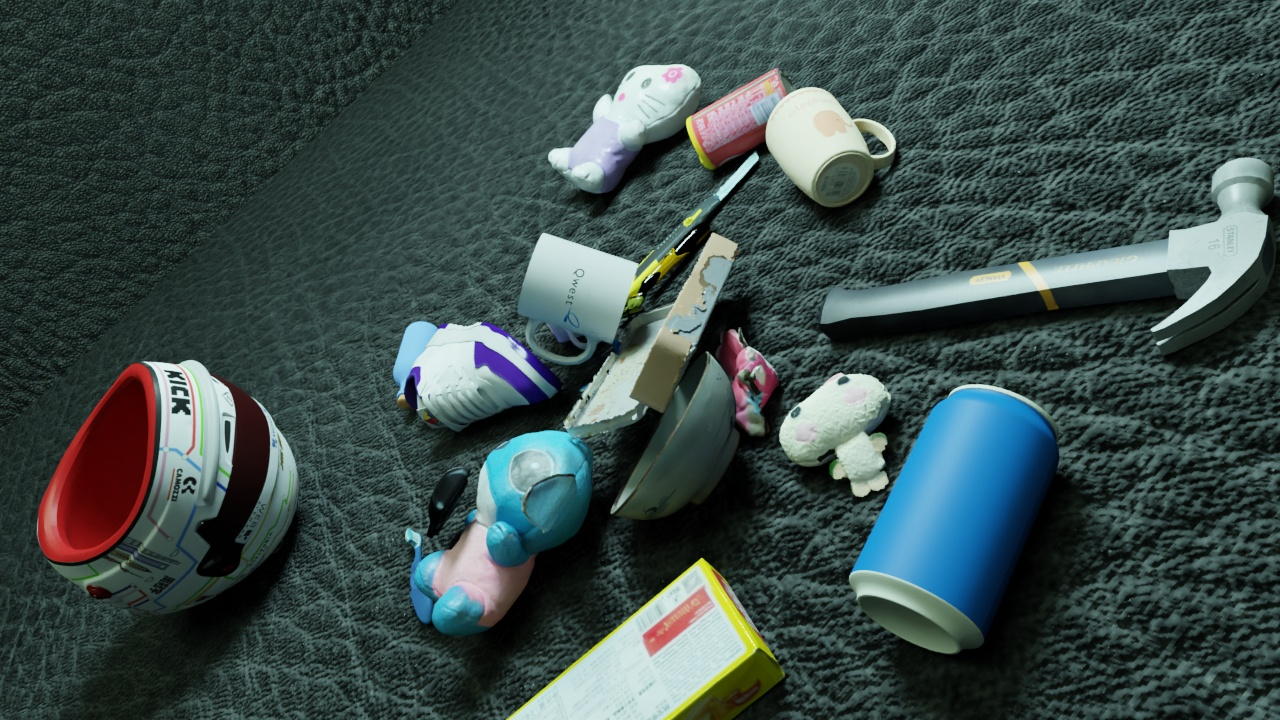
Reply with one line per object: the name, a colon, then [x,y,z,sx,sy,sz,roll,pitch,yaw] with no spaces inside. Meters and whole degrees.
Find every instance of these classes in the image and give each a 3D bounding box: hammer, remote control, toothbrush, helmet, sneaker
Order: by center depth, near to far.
hammer: [0.274,-0.057,0.670,0.313,0.035,0.139,-7,48,42]
remote control: [-0.176,0.127,0.821,0.045,0.021,0.141,-57,1,-25]
toothbrush: [-0.212,0.204,0.875,0.021,0.016,0.132,-40,33,4]
sneaker: [-0.186,0.028,0.990,0.245,0.092,0.111,9,59,54]
helmet: [-0.508,0.146,1.039,0.315,0.235,0.231,-45,55,19]

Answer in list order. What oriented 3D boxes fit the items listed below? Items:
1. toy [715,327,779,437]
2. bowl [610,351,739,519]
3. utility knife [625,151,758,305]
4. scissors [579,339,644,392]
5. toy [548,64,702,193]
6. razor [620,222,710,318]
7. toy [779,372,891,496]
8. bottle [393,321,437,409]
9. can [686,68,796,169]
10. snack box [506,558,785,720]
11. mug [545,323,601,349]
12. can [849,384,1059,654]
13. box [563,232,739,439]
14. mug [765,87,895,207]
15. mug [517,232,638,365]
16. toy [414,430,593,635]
toy: [0.091,0.011,0.761,0.050,0.065,0.102,-8,31,-7]
bowl: [0.038,0.070,0.715,0.151,0.057,0.150,-60,1,2]
utility knife: [0.056,-0.150,1.011,0.233,0.020,0.029,-47,35,-11]
scissors: [-0.007,0.010,0.898,0.126,0.014,0.130,-26,32,21]
toy: [-0.014,-0.301,1.195,0.209,0.085,0.137,-44,36,-1]
razor: [0.027,-0.097,0.971,0.144,0.021,0.044,-47,11,-18]
toy: [0.144,0.047,0.672,0.087,0.050,0.112,-34,28,11]
bottle: [-0.281,0.009,1.139,0.048,0.048,0.131,-26,36,21]
can: [0.119,-0.274,1.043,0.125,0.066,0.066,-24,37,24]
snack box: [-0.008,0.232,0.614,0.200,0.042,0.092,-40,34,2]
mug: [-0.067,-0.059,0.973,0.076,0.090,0.124,-33,51,-5]
can: [0.187,0.092,0.542,0.079,0.079,0.145,6,56,49]
box: [0.018,-0.020,0.814,0.157,0.071,0.216,-32,16,30]
mug: [0.191,-0.205,0.891,0.111,0.085,0.104,-11,45,-7]
mug: [-0.066,-0.053,0.900,0.083,0.096,0.120,-79,7,-75]
toy: [-0.109,0.141,0.764,0.191,0.099,0.224,-52,14,-5]
